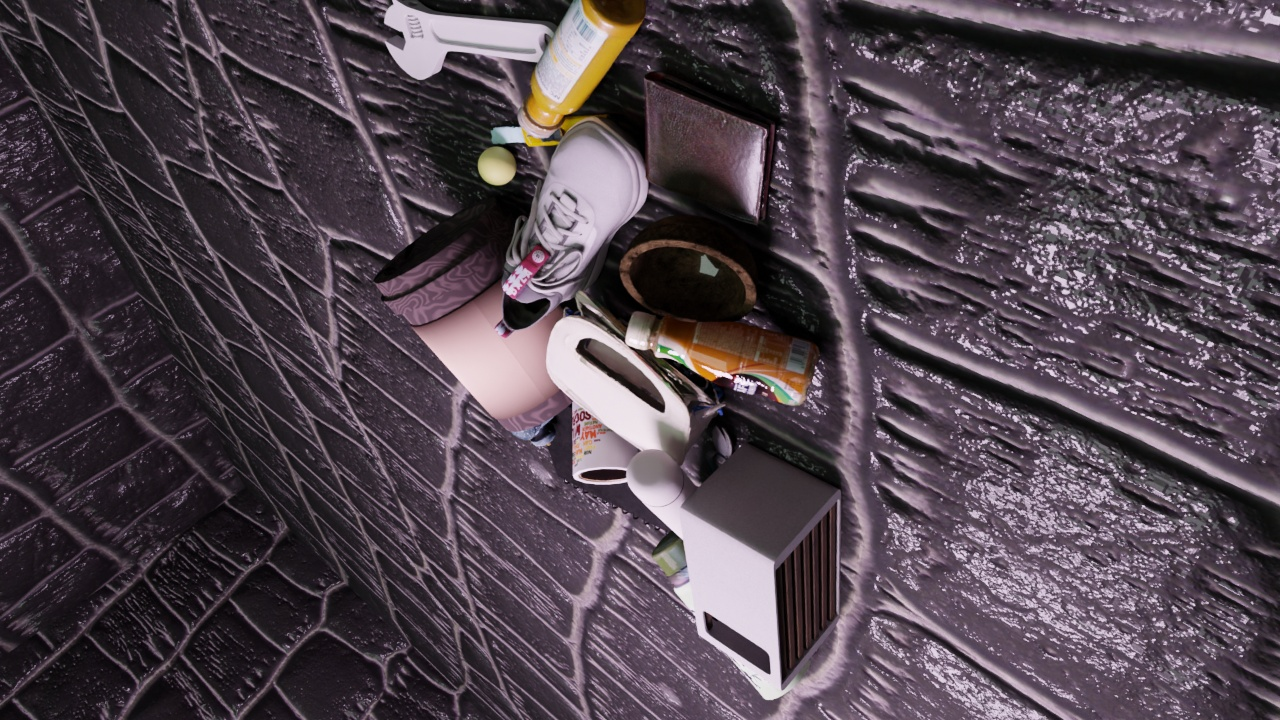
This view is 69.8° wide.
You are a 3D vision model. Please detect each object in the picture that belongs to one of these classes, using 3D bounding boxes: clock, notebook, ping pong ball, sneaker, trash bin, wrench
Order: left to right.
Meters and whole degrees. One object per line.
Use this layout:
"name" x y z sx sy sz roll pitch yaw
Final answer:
"wrench" -0.168 -0.309 0.900 0.273 0.018 0.087 22 139 37
"ping pong ball" -0.151 -0.204 0.964 0.040 0.040 0.040 33 145 27
"clock" -0.155 0.067 1.214 0.090 0.052 0.130 28 141 30
"sneaker" -0.078 -0.119 0.870 0.097 0.128 0.264 37 146 2
"notebook" -0.049 0.133 1.212 0.232 0.019 0.169 20 136 41
"trash bin" 0.132 0.222 0.979 0.114 0.114 0.229 26 141 35

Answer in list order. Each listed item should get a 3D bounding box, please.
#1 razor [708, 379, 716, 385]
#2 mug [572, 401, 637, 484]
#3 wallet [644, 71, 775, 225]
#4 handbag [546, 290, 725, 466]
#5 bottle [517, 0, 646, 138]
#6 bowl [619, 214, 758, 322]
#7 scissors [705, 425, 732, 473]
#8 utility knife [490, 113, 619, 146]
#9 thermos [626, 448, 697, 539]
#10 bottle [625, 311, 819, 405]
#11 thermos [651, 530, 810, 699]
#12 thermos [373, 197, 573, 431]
"razor" 0.067 -0.044 0.876 0.042 0.022 0.144 -14 113 16
"mug" -0.026 0.092 1.066 0.074 0.105 0.089 113 157 -66
"wallet" 0.054 -0.173 0.749 0.120 0.031 0.099 30 146 26
"handbag" -0.006 0.005 0.932 0.201 0.092 0.200 36 161 11
"bottle" -0.057 -0.251 0.781 0.053 0.053 0.187 52 149 -2
"bowl" 0.047 -0.088 0.805 0.121 0.056 0.121 13 150 7
"scissors" 0.094 0.130 1.025 0.132 0.019 0.148 51 150 -3
"utility knife" -0.087 -0.221 0.894 0.207 0.018 0.030 14 125 49
"thermos" 0.036 0.146 0.973 0.052 0.052 0.224 34 170 25
"bottle" 0.070 -0.008 0.811 0.167 0.059 0.059 15 142 5
"thermos" 0.110 0.303 1.135 0.231 0.082 0.083 50 149 0
"thermos" -0.167 -0.045 1.044 0.173 0.172 0.226 -1 129 53
